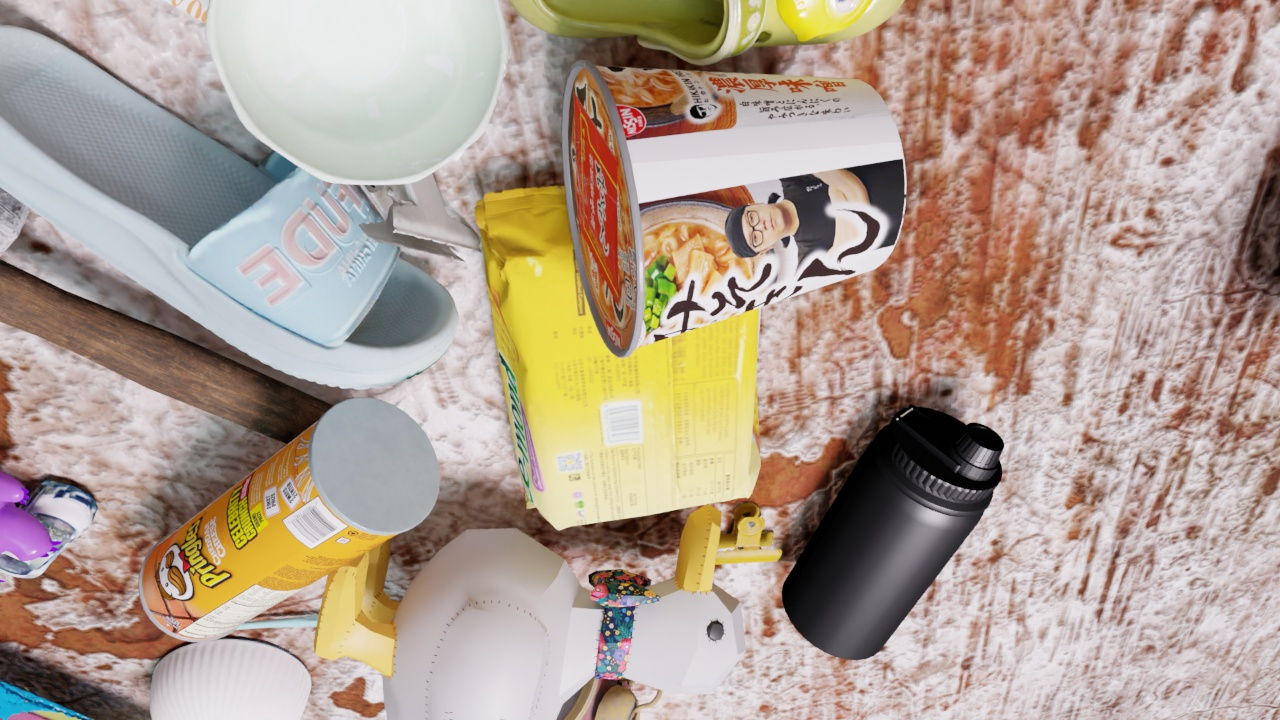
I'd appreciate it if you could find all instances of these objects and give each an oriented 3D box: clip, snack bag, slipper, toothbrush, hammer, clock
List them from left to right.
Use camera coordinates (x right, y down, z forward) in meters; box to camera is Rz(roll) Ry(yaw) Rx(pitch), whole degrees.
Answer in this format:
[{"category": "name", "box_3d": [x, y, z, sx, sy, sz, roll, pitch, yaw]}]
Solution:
[{"category": "hammer", "box_3d": [-0.273, 0.022, 0.515, 0.218, 0.037, 0.300, -28, 137, 32]}, {"category": "slipper", "box_3d": [-0.186, -0.072, 0.423, 0.245, 0.103, 0.074, 35, 120, -26]}, {"category": "toothbrush", "box_3d": [-0.240, 0.192, 0.684, 0.180, 0.016, 0.017, 0, 120, -8]}, {"category": "clip", "box_3d": [-0.121, -0.076, 0.460, 0.046, 0.101, 0.056, -34, 83, 10]}, {"category": "clock", "box_3d": [-0.052, 0.251, 0.696, 0.159, 0.117, 0.081, -20, 133, 16]}, {"category": "snack bag", "box_3d": [-0.003, 0.003, 0.532, 0.159, 0.068, 0.248, -6, 129, -3]}, {"category": "slipper", "box_3d": [0.032, -0.172, 0.388, 0.190, 0.081, 0.092, -2, 127, -4]}, {"category": "clip", "box_3d": [0.079, 0.131, 0.676, 0.054, 0.044, 0.050, 1, 154, -8]}]

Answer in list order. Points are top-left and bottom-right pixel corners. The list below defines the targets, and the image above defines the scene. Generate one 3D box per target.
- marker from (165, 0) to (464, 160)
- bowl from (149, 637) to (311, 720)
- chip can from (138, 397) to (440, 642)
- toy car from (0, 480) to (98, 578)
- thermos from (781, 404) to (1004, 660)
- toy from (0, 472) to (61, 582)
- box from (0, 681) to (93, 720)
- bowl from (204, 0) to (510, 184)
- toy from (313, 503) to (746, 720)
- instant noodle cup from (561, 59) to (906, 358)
[{"category": "marker", "box_3d": [-0.148, -0.135, 0.428, 0.145, 0.017, 0.017, 27, 120, -27]}, {"category": "bowl", "box_3d": [-0.320, 0.274, 0.708, 0.118, 0.062, 0.118, -4, 130, -6]}, {"category": "chip can", "box_3d": [-0.210, 0.099, 0.532, 0.075, 0.075, 0.216, 34, 132, -31]}, {"category": "toy car", "box_3d": [-0.385, 0.111, 0.587, 0.090, 0.027, 0.038, -39, 123, 21]}, {"category": "thermos", "box_3d": [0.177, 0.115, 0.640, 0.086, 0.086, 0.199, 9, 127, -16]}, {"category": "toy", "box_3d": [-0.405, 0.092, 0.542, 0.106, 0.055, 0.088, -28, 88, 17]}, {"category": "box", "box_3d": [-0.469, 0.286, 0.663, 0.125, 0.081, 0.221, -15, 135, 31]}, {"category": "bowl", "box_3d": [-0.119, -0.137, 0.393, 0.117, 0.061, 0.117, -7, 111, -18]}, {"category": "toy", "box_3d": [-0.070, 0.190, 0.598, 0.267, 0.141, 0.246, 17, 86, -3]}, {"category": "instant noodle cup", "box_3d": [0.039, -0.072, 0.400, 0.121, 0.123, 0.124, -10, 131, -13]}]
